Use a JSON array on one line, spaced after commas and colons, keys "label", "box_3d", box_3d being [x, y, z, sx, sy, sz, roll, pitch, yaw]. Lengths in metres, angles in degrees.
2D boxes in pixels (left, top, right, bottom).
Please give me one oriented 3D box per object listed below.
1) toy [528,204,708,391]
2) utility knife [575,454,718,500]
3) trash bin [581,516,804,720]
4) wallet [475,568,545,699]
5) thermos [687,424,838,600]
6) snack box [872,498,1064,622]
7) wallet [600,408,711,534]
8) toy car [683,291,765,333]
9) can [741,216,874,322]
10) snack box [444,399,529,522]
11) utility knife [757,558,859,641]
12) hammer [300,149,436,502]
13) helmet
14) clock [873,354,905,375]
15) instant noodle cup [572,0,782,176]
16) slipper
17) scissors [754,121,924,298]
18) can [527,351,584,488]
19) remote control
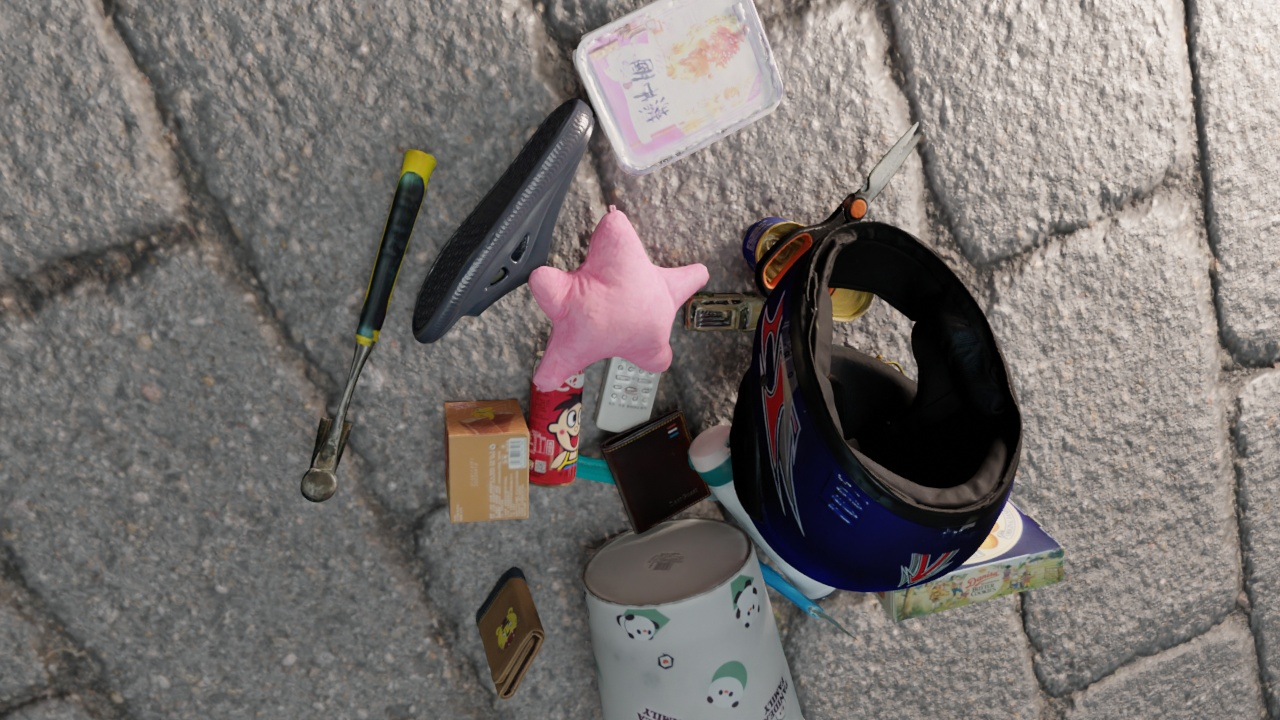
[{"label": "toy", "box_3d": [-0.018, -0.061, 0.881, 0.194, 0.074, 0.179, -10, 118, -27]}, {"label": "utility knife", "box_3d": [-0.005, 0.128, 1.008, 0.223, 0.013, 0.029, 14, 104, -19]}, {"label": "trash bin", "box_3d": [0.052, 0.321, 0.986, 0.229, 0.229, 0.252, -15, 105, -10]}, {"label": "wallet", "box_3d": [-0.139, 0.288, 0.973, 0.033, 0.115, 0.090, 25, 101, -27]}, {"label": "thermos", "box_3d": [0.136, 0.163, 0.992, 0.073, 0.073, 0.224, -40, 109, 1]}, {"label": "snack box", "box_3d": [0.311, 0.185, 0.965, 0.182, 0.178, 0.046, -11, 112, -7]}, {"label": "wallet", "box_3d": [0.018, 0.120, 0.993, 0.096, 0.020, 0.122, -24, 119, -8]}, {"label": "toy car", "box_3d": [0.091, -0.048, 0.962, 0.090, 0.035, 0.042, -2, 110, -16]}, {"label": "can", "box_3d": [0.175, -0.096, 0.959, 0.148, 0.049, 0.075, 28, 99, -21]}, {"label": "snack box", "box_3d": [-0.155, 0.098, 0.915, 0.077, 0.094, 0.093, -2, 109, -14]}, {"label": "utility knife", "box_3d": [0.158, 0.247, 0.997, 0.034, 0.194, 0.018, 35, 88, -48]}, {"label": "hammer", "box_3d": [-0.251, -0.037, 0.849, 0.032, 0.126, 0.323, 17, 93, -18]}, {"label": "helmet", "box_3d": [0.200, 0.059, 0.864, 0.247, 0.241, 0.315, 0, 64, -17]}, {"label": "clock", "box_3d": [0.237, 0.041, 1.018, 0.122, 0.055, 0.082, -26, 111, -2]}, {"label": "instant noodle cup", "box_3d": [0.032, -0.267, 0.859, 0.173, 0.060, 0.138, -27, 113, -3]}, {"label": "slipper", "box_3d": [-0.112, -0.114, 0.849, 0.083, 0.110, 0.268, 34, 94, -25]}, {"label": "scissors", "box_3d": [0.212, -0.135, 0.920, 0.235, 0.021, 0.143, -32, 120, -6]}, {"label": "can", "box_3d": [-0.088, 0.059, 0.935, 0.053, 0.053, 0.133, 3, 100, -16]}, {"label": "remote control", "box_3d": [-0.006, 0.006, 0.962, 0.058, 0.021, 0.150, 9, 107, -17]}]
